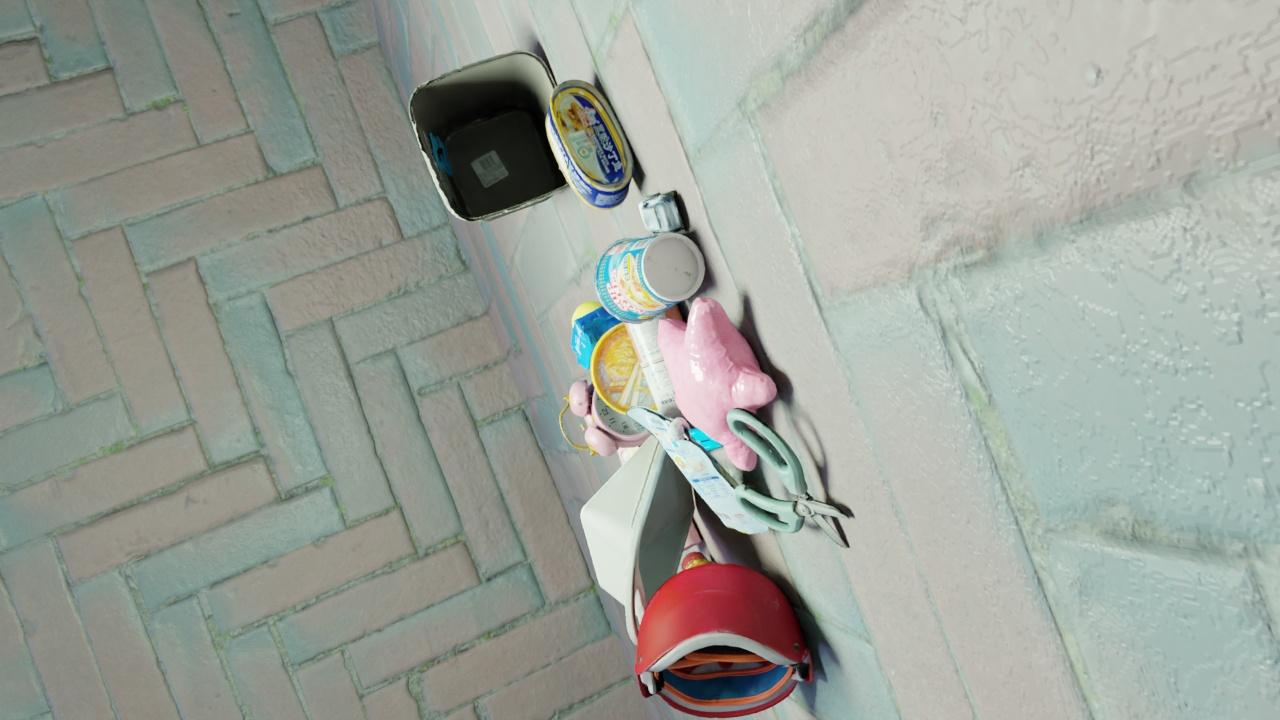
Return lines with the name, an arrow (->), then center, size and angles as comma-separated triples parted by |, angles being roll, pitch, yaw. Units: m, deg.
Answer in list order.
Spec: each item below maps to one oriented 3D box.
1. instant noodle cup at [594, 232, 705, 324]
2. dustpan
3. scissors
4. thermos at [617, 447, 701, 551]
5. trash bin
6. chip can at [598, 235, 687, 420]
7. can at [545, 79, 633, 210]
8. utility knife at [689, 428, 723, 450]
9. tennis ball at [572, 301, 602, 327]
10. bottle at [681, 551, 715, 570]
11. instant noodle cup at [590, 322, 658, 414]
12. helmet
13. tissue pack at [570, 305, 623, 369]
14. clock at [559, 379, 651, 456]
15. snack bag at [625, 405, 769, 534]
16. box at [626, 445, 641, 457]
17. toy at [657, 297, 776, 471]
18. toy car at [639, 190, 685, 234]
instant noodle cup -> 0.014, -0.093, 0.978 | 0.110, 0.099, 0.099 | -9, 103, 69
dustpan -> 0.028, 0.235, 1.206 | 0.143, 0.257, 0.223 | 28, 143, 36
scissors -> 0.130, 0.124, 0.904 | 0.170, 0.019, 0.180 | 48, 155, 3
thermos -> 0.031, 0.203, 1.434 | 0.087, 0.067, 0.198 | -39, 69, 43
trash bin -> -0.206, -0.299, 1.312 | 0.220, 0.198, 0.199 | -171, 60, -81
chip can -> 0.020, -0.034, 1.074 | 0.071, 0.071, 0.214 | 162, 86, -77
can -> -0.058, -0.246, 1.045 | 0.148, 0.074, 0.049 | 66, 164, 13
utility knife -> 0.085, 0.096, 1.140 | 0.179, 0.018, 0.034 | 145, 103, -75
tennis ball -> -0.073, -0.059, 1.411 | 0.065, 0.065, 0.065 | 158, 90, -77
bottle -> 0.112, 0.342, 1.330 | 0.175, 0.057, 0.057 | -134, 26, -57
instant noodle cup -> -0.007, 0.007, 1.168 | 0.114, 0.118, 0.118 | -155, 44, -83
helmet -> 0.098, 0.334, 1.118 | 0.240, 0.207, 0.143 | 75, -170, -52
tissue pack -> -0.047, -0.035, 1.286 | 0.052, 0.095, 0.157 | 59, 165, 12
clock -> -0.036, 0.068, 1.265 | 0.060, 0.158, 0.117 | 127, 119, -78
snack bag -> 0.068, 0.122, 1.044 | 0.191, 0.038, 0.110 | 50, 169, -22
box -> -0.001, 0.101, 1.354 | 0.091, 0.077, 0.168 | 180, 70, -75
toy -> 0.069, 0.009, 0.934 | 0.178, 0.074, 0.195 | 47, 154, 30
toy car -> 0.019, -0.154, 0.976 | 0.043, 0.034, 0.090 | 68, 168, -14
